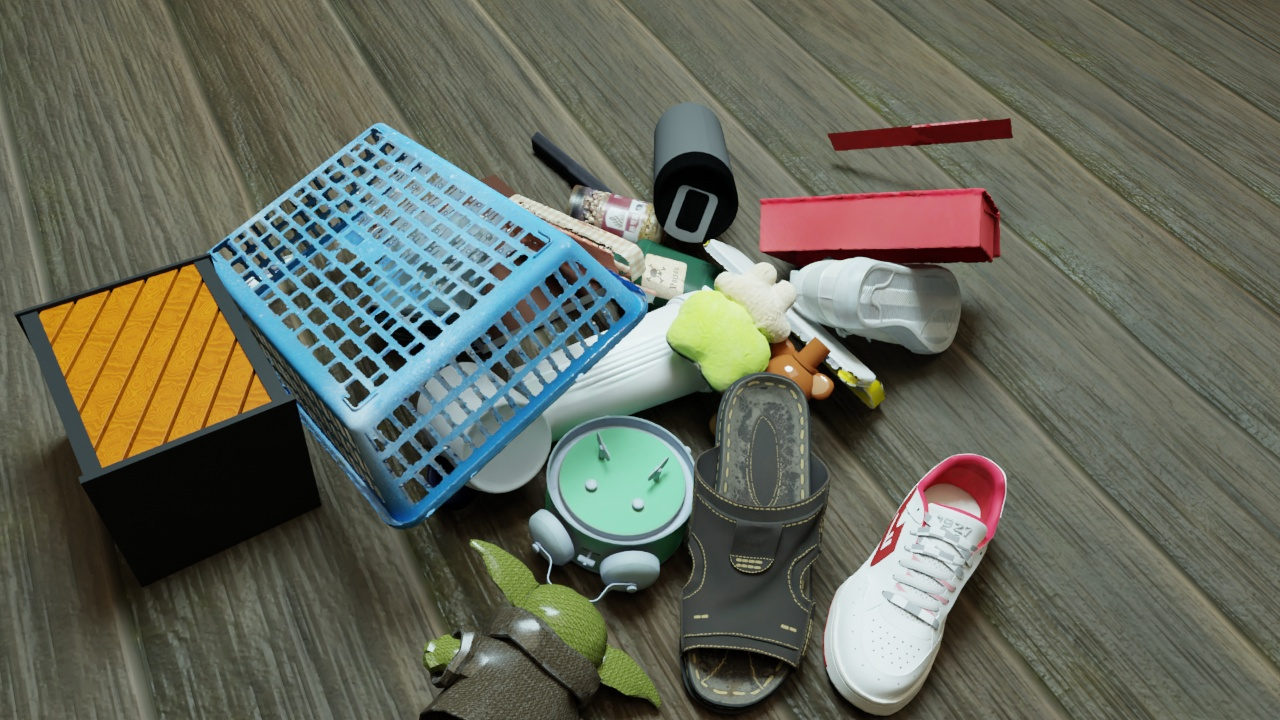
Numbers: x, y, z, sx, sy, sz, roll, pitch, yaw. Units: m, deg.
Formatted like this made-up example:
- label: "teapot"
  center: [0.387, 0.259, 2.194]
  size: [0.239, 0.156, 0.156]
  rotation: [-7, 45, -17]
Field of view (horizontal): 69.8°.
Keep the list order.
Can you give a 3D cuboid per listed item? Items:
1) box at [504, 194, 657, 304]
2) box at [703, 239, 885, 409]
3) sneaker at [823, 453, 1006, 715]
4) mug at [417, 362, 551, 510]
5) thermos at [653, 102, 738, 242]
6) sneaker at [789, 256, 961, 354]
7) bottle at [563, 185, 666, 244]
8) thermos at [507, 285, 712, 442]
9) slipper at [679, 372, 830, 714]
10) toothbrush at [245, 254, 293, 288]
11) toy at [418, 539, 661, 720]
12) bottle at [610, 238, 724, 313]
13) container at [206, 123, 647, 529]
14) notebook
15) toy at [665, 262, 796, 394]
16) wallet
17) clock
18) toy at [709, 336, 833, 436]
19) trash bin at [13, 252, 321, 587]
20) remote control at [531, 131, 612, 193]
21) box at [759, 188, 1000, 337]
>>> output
- label: "box"
  center: [-0.062, -0.104, 0.880]
  size: [0.187, 0.083, 0.042]
  rotation: [29, 57, 35]
- label: "box"
  center: [0.149, -0.038, 0.886]
  size: [0.036, 0.129, 0.209]
  rotation: [-47, 61, 11]
- label: "sneaker"
  center: [0.225, 0.160, 0.724]
  size: [0.090, 0.104, 0.235]
  rotation: [33, 52, 18]
- label: "mug"
  center: [-0.138, 0.068, 0.753]
  size: [0.078, 0.112, 0.097]
  rotation: [29, 1, -38]
- label: "thermos"
  center: [0.055, -0.207, 0.983]
  size: [0.082, 0.082, 0.240]
  rotation: [7, 29, -3]
- label: "sneaker"
  center: [0.231, -0.060, 0.894]
  size: [0.091, 0.089, 0.241]
  rotation: [16, 6, 42]
- label: "bottle"
  center: [-0.025, -0.150, 0.987]
  size: [0.105, 0.056, 0.056]
  rotation: [15, 48, 3]
- label: "thermos"
  center: [-0.005, 0.005, 0.831]
  size: [0.220, 0.099, 0.099]
  rotation: [-21, 55, -21]
- label: "slipper"
  center: [0.089, 0.131, 0.704]
  size: [0.113, 0.076, 0.267]
  rotation: [11, 71, -1]
- label: "toothbrush"
  center: [-0.400, -0.050, 0.864]
  size: [0.016, 0.017, 0.188]
  rotation: [30, 51, 17]
- label: "toy"
  center: [-0.082, 0.225, 0.632]
  size: [0.179, 0.078, 0.152]
  rotation: [42, 47, -5]
- label: "bottle"
  center: [0.012, -0.081, 0.923]
  size: [0.131, 0.061, 0.061]
  rotation: [22, 50, 3]
- label: "container"
  center: [-0.202, -0.063, 0.752]
  size: [0.256, 0.089, 0.362]
  rotation: [-43, 49, -14]
- label: "notebook"
  center: [-0.160, -0.106, 0.952]
  size: [0.171, 0.022, 0.209]
  rotation: [-29, 59, -32]
- label: "toy"
  center: [0.083, -0.032, 0.786]
  size: [0.092, 0.046, 0.115]
  rotation: [44, 82, 9]
- label: "wallet"
  center: [-0.194, -0.083, 0.871]
  size: [0.100, 0.054, 0.131]
  rotation: [6, 58, 1]
- label: "clock"
  center: [-0.024, 0.121, 0.737]
  size: [0.122, 0.075, 0.161]
  rotation: [21, 50, 9]
- label: "toy"
  center: [0.117, 0.032, 0.807]
  size: [0.095, 0.128, 0.065]
  rotation: [47, 13, 20]
- label: "trash bin"
  center: [-0.357, 0.042, 0.707]
  size: [0.139, 0.140, 0.172]
  rotation: [-25, 57, -27]
- label: "remote control"
  center: [-0.081, -0.216, 1.055]
  size: [0.015, 0.032, 0.136]
  rotation: [-37, 62, -21]
- label: "box"
  center: [0.236, -0.124, 0.901]
  size: [0.215, 0.153, 0.164]
  rotation: [4, 46, 27]
